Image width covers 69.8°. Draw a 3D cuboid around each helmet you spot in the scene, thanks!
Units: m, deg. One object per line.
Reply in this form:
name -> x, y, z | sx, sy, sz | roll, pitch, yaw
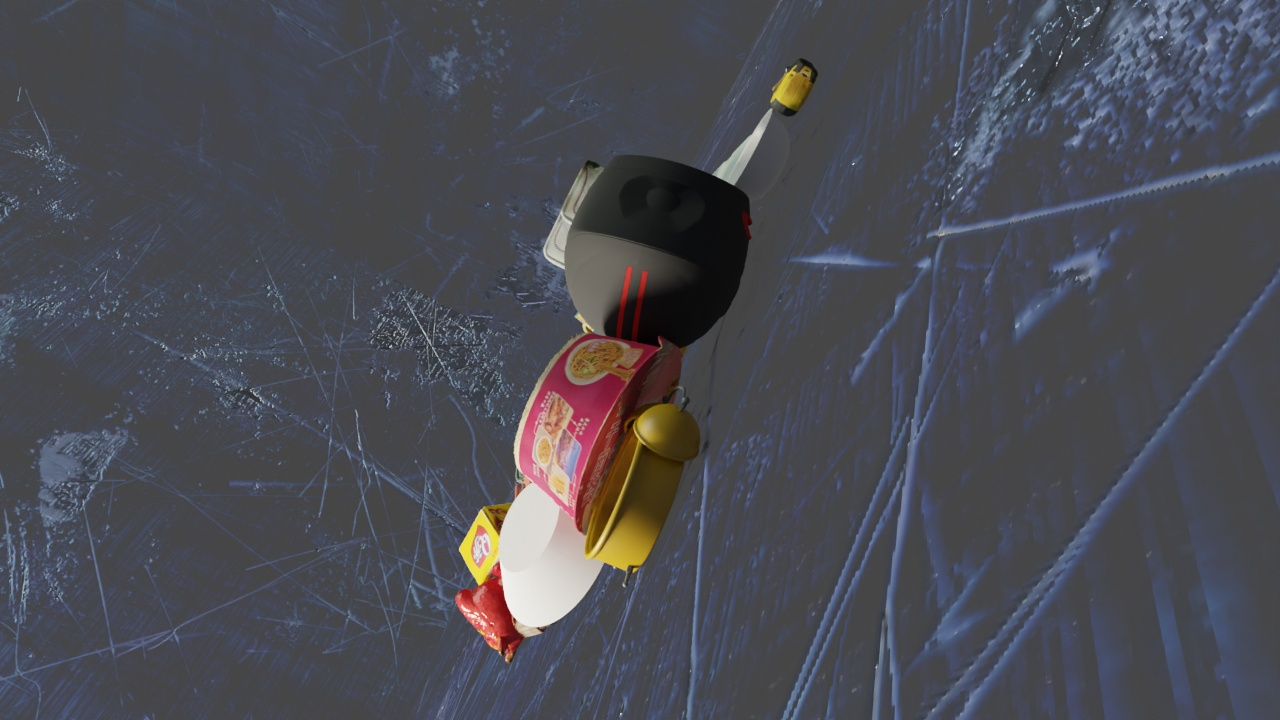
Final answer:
helmet -> 0.013, -0.092, 0.858 | 0.264, 0.164, 0.170 | -3, -71, -85

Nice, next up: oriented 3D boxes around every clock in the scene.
clock -> 0.002, 0.090, 0.698 | 0.113, 0.052, 0.152 | 168, 125, -82

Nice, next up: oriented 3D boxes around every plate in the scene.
plate -> -0.094, 0.165, 0.883 | 0.174, 0.036, 0.173 | -34, 40, 34

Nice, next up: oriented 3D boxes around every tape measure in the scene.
tape measure -> 0.177, -0.319, 1.072 | 0.064, 0.037, 0.065 | -59, 7, 25

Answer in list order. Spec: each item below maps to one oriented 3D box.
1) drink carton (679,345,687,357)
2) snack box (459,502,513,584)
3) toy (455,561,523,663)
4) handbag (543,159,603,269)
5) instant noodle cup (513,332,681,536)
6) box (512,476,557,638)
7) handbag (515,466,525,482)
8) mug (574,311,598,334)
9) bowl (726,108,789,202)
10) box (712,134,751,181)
drink carton -> 0.031, -0.036, 1.012 | 0.124, 0.048, 0.076 | -64, 6, -14
snack box -> -0.153, 0.221, 1.122 | 0.105, 0.061, 0.084 | 0, -49, -44
toy -> -0.137, 0.284, 1.069 | 0.133, 0.094, 0.088 | -40, -36, 3
handbag -> -0.010, -0.149, 1.167 | 0.096, 0.198, 0.142 | -103, 39, -85
instant noodle cup -> -0.040, 0.052, 0.792 | 0.178, 0.078, 0.179 | -55, -19, -29
box -> -0.105, 0.189, 0.950 | 0.062, 0.058, 0.188 | -27, 45, 22
handbag -> -0.096, 0.114, 1.183 | 0.122, 0.067, 0.106 | -42, 25, 16
mug -> -0.032, -0.054, 1.275 | 0.114, 0.107, 0.083 | -43, 12, 52
bowl -> 0.128, -0.207, 0.972 | 0.110, 0.040, 0.110 | -61, 6, 11
box -> 0.112, -0.212, 1.124 | 0.083, 0.066, 0.199 | -44, 4, -11
